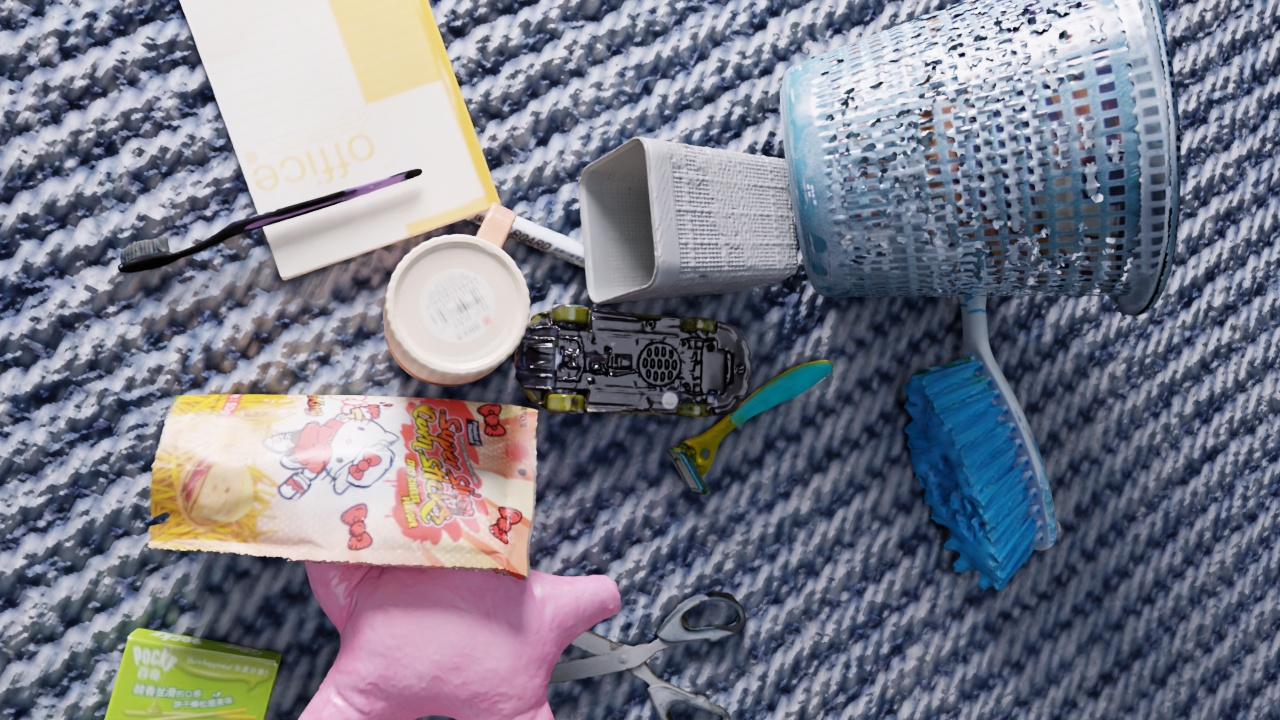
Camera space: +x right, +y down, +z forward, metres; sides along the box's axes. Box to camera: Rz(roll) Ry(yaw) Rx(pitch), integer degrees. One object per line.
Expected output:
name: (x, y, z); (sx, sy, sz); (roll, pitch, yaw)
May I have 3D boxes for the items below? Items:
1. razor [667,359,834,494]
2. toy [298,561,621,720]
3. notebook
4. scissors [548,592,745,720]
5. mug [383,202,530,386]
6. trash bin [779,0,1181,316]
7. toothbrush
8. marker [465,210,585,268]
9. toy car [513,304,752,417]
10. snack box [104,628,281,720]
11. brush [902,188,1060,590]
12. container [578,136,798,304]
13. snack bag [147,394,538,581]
razor: (0.079, 0.038, 0.632); (0.132, 0.028, 0.043); (-36, 119, -10)
toy: (-0.106, 0.152, 0.557); (0.194, 0.075, 0.178); (6, 73, -15)
notebook: (-0.189, -0.170, 0.571); (0.146, 0.010, 0.206); (-19, 92, -4)
scissors: (-0.005, 0.200, 0.612); (0.177, 0.014, 0.159); (-32, 92, -12)
mug: (-0.105, -0.041, 0.549); (0.081, 0.106, 0.114); (27, 81, -12)
trash bin: (0.195, -0.128, 0.574); (0.195, 0.226, 0.226); (-7, 88, 16)
toothbrush: (-0.224, -0.088, 0.557); (0.189, 0.014, 0.016); (-19, 76, -5)
marker: (-0.081, -0.087, 0.605); (0.145, 0.017, 0.017); (21, 82, -12)
toy car: (-0.004, 0.004, 0.606); (0.158, 0.042, 0.070); (5, 86, -11)
snack box: (-0.272, 0.242, 0.532); (0.085, 0.026, 0.156); (14, 84, -13)
brush: (0.235, -0.001, 0.666); (0.109, 0.061, 0.314); (-19, 89, -20)
container: (0.033, -0.086, 0.589); (0.114, 0.090, 0.090); (-4, 87, -30)
snack bag: (-0.165, 0.067, 0.538); (0.207, 0.073, 0.128); (4, 44, -8)
